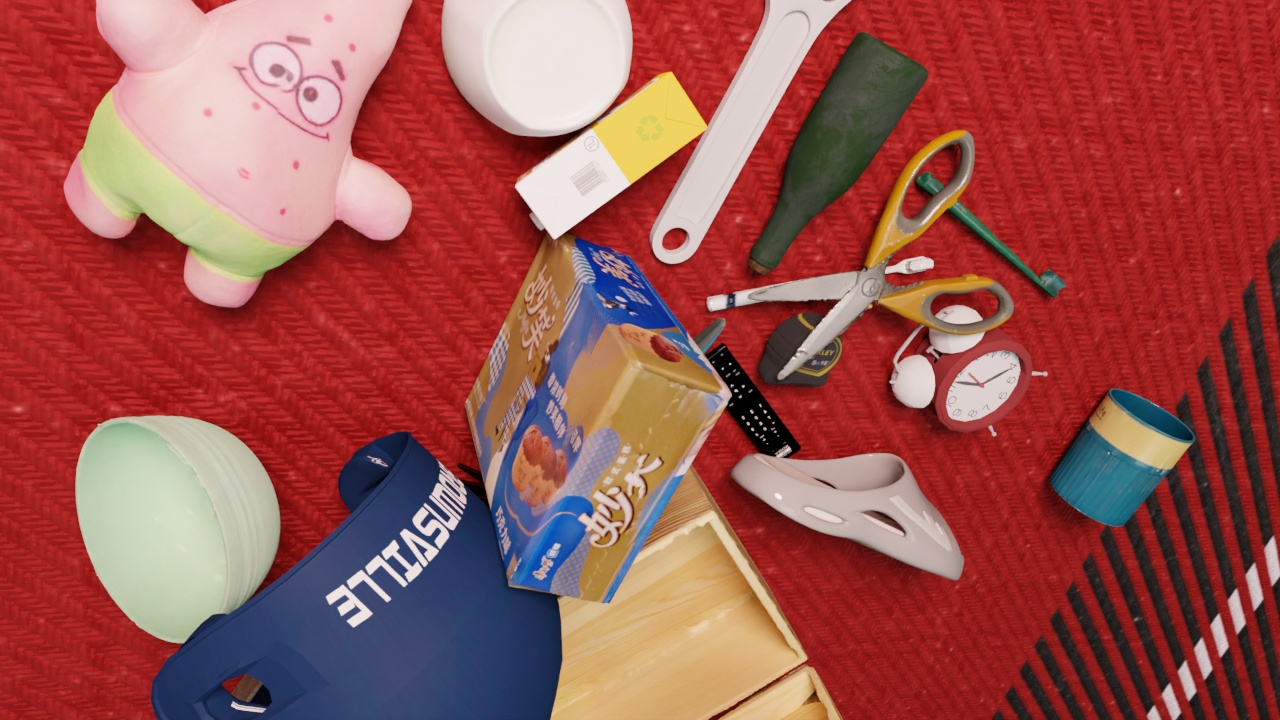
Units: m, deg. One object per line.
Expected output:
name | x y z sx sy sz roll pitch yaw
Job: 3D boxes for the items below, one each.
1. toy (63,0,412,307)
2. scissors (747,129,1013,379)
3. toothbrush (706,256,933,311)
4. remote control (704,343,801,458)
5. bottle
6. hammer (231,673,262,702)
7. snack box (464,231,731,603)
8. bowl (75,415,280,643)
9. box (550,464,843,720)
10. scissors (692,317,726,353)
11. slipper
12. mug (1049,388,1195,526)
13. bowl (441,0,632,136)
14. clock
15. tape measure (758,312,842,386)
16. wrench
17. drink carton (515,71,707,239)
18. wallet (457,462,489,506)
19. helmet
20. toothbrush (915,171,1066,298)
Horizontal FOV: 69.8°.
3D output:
toy | -0.202 -0.138 0.504 0.237 0.097 0.192 -48 131 5
scissors | 0.195 -0.058 0.693 0.216 0.016 0.225 37 97 -24
toothbrush | 0.140 -0.060 0.709 0.186 0.017 0.012 -11 92 -11
remote control | 0.090 0.040 0.758 0.030 0.009 0.140 -36 125 6
bottle | 0.126 -0.135 0.636 0.055 0.055 0.174 18 117 -27
hammer | -0.201 0.316 0.817 0.158 0.037 0.301 -40 124 8
snack box | -0.040 0.026 0.585 0.069 0.202 0.155 19 111 -27
bowl | -0.295 0.102 0.609 0.076 0.151 0.151 -24 141 -59
box | 0.017 0.310 0.720 0.279 0.323 0.284 -32 127 1
scissors | -0.003 0.004 0.700 0.154 0.019 0.124 -34 124 3
slipper | 0.195 0.114 0.790 0.265 0.113 0.080 24 91 -30
mug | 0.462 0.091 0.877 0.113 0.083 0.107 -7 128 -48
bowl | -0.056 -0.184 0.537 0.116 0.065 0.116 -8 122 -14
clock | 0.271 0.008 0.775 0.137 0.048 0.096 23 111 -30
tape measure | 0.128 -0.009 0.726 0.061 0.034 0.061 5 124 -35
wrench | 0.070 -0.186 0.607 0.086 0.018 0.274 19 114 -27
drink carton | -0.023 -0.128 0.581 0.122 0.058 0.040 -35 106 5
wallet | -0.083 0.114 0.688 0.091 0.116 0.018 42 68 -33
helmet | -0.174 0.201 0.597 0.273 0.231 0.223 -28 108 26
toothbrush | 0.284 -0.099 0.732 0.189 0.016 0.017 28 111 -31
